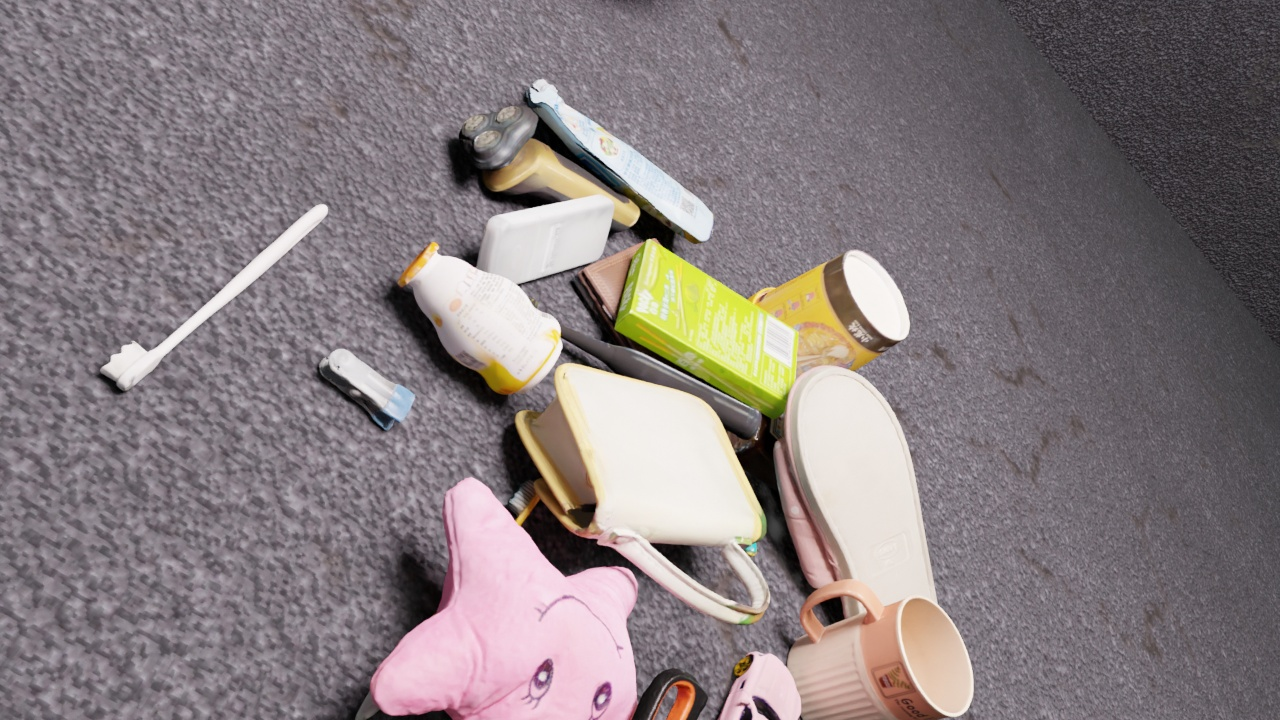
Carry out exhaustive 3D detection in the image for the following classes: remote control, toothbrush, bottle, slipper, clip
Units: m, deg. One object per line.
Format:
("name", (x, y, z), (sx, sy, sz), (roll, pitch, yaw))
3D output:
("remote control", (-0.069, -0.089, 0.682), (0.020, 0.056, 0.135), (32, 32, 24))
("toothbrush", (-0.229, -0.044, 0.513), (0.016, 0.016, 0.179), (40, 42, -11))
("bottle", (-0.104, -0.028, 0.593), (0.108, 0.063, 0.063), (42, 41, -18))
("slipper", (0.174, 0.134, 0.741), (0.114, 0.054, 0.274), (-24, 101, -25))
("toothbrush", (-0.104, 0.128, 0.524), (0.018, 0.016, 0.190), (41, 40, -2))
("toothbrush", (-0.004, 0.004, 0.683), (0.212, 0.026, 0.027), (27, 49, -15))
("bottle", (0.153, 0.093, 0.793), (0.195, 0.044, 0.079), (34, 47, -27))
("clip", (-0.162, 0.016, 0.540), (0.058, 0.037, 0.025), (41, 43, -23))

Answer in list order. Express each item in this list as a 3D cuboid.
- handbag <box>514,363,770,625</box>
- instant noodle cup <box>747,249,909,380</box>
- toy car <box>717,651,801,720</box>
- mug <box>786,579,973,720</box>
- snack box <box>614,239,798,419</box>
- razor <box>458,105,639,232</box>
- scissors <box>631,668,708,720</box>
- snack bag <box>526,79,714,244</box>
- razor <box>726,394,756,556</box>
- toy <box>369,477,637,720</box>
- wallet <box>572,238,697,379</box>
("handbag", (0.011, 0.095, 0.597), (0.163, 0.063, 0.178), (15, 37, -43))
("instant noodle cup", (0.172, -0.035, 0.844), (0.118, 0.115, 0.118), (27, 46, -32))
("toy car", (0.078, 0.247, 0.613), (0.056, 0.037, 0.122), (51, 38, -9))
("mug", (0.162, 0.214, 0.667), (0.114, 0.106, 0.081), (53, 39, -4))
("snack box", (0.057, -0.024, 0.728), (0.156, 0.026, 0.085), (29, 46, -19))
("razor", (-0.064, -0.144, 0.721), (0.167, 0.068, 0.062), (22, 23, -44))
("scissors", (-0.011, 0.268, 0.488), (0.220, 0.022, 0.227), (30, 66, -44))
("snack bag", (-0.020, -0.171, 0.785), (0.191, 0.039, 0.110), (33, 25, -28))
("razor", (0.066, 0.090, 0.716), (0.043, 0.028, 0.132), (-10, 66, -15))
("toy", (-0.055, 0.175, 0.492), (0.194, 0.075, 0.178), (42, 45, -35))
("wallet", (0.009, -0.034, 0.743), (0.101, 0.032, 0.124), (-32, 88, -48))
